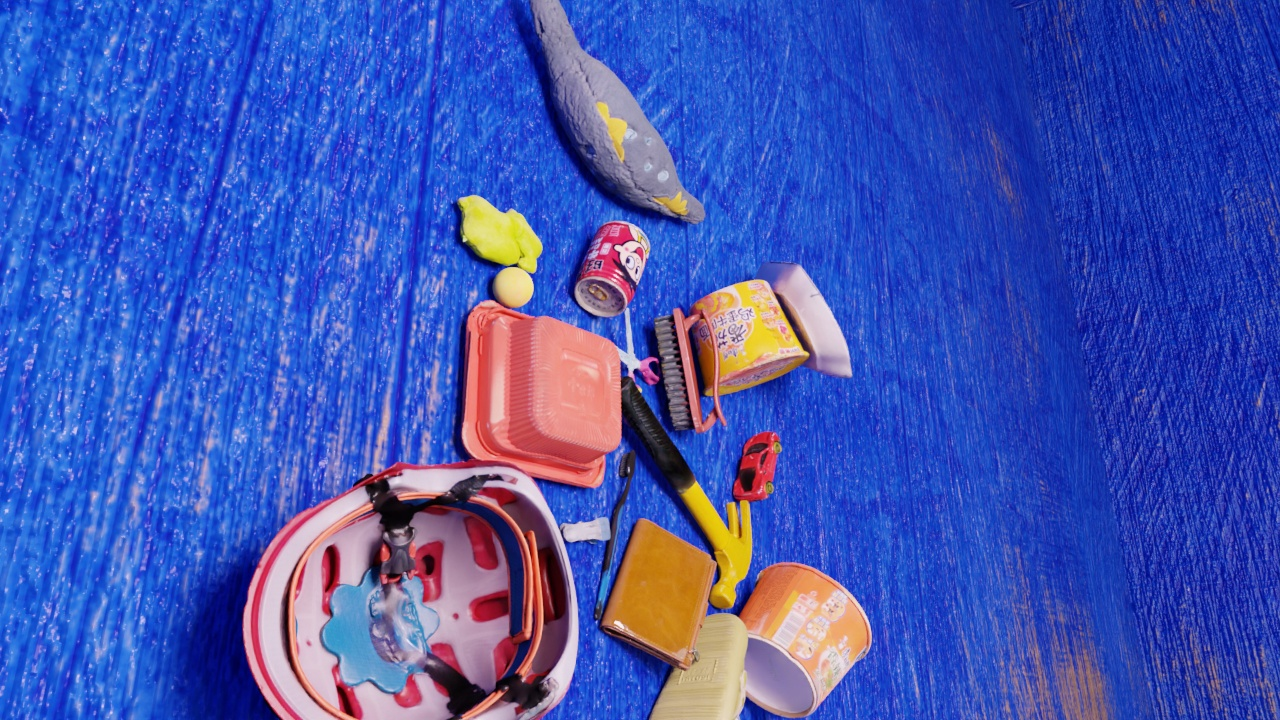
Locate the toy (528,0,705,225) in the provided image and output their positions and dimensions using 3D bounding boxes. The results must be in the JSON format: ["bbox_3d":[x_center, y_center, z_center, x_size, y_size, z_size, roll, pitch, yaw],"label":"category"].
[{"bbox_3d":[-0.029,-0.271,1.075,0.356,0.092,0.137,51,30,-28],"label":"toy"}]

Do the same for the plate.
[{"bbox_3d":[0.201,-0.050,1.205,0.162,0.034,0.265,64,-3,-10],"label":"plate"}]

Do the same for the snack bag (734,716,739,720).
[{"bbox_3d":[0.098,0.407,1.014,0.048,0.026,0.104,8,70,-62],"label":"snack bag"}]

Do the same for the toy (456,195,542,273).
[{"bbox_3d":[-0.140,-0.126,0.924,0.096,0.031,0.099,58,33,-3],"label":"toy"}]

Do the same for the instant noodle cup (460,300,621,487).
[{"bbox_3d":[-0.085,0.030,0.895,0.188,0.079,0.164,19,62,-45],"label":"instant noodle cup"}]

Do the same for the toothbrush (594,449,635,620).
[{"bbox_3d":[-0.028,0.179,0.962,0.014,0.016,0.189,45,47,-44],"label":"toothbrush"}]

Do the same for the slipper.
[{"bbox_3d":[0.074,0.355,0.956,0.081,0.092,0.190,55,38,-26],"label":"slipper"}]

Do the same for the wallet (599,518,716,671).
[{"bbox_3d":[0.029,0.246,0.960,0.119,0.035,0.130,32,49,-12],"label":"wallet"}]

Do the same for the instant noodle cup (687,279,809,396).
[{"bbox_3d":[0.127,-0.030,1.143,0.137,0.138,0.109,-3,70,-51],"label":"instant noodle cup"}]

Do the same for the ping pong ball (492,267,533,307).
[{"bbox_3d":[-0.127,-0.073,0.913,0.040,0.040,0.040,23,59,-45],"label":"ping pong ball"}]

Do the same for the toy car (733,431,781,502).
[{"bbox_3d":[0.147,0.133,1.166,0.031,0.049,0.106,48,45,-31],"label":"toy car"}]

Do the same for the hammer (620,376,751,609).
[{"bbox_3d":[0.050,0.139,1.040,0.301,0.033,0.128,57,38,-26],"label":"hammer"}]

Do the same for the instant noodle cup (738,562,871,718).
[{"bbox_3d":[0.171,0.324,1.049,0.111,0.152,0.151,-39,107,-42],"label":"instant noodle cup"}]

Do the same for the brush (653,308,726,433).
[{"bbox_3d":[0.061,0.013,1.078,0.063,0.069,0.145,42,38,-77],"label":"brush"}]

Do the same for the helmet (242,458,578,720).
[{"bbox_3d":[-0.174,0.190,0.673,0.239,0.144,0.206,-4,68,-34],"label":"helmet"}]

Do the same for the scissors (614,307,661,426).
[{"bbox_3d":[-0.005,0.006,1.033,0.130,0.017,0.133,-20,108,-59],"label":"scissors"}]

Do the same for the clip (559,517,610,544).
[{"bbox_3d":[-0.057,0.171,0.921,0.058,0.043,0.026,8,73,-42],"label":"clip"}]

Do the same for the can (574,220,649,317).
[{"bbox_3d":[-0.032,-0.101,1.021,0.066,0.067,0.093,46,45,-30],"label":"can"}]
